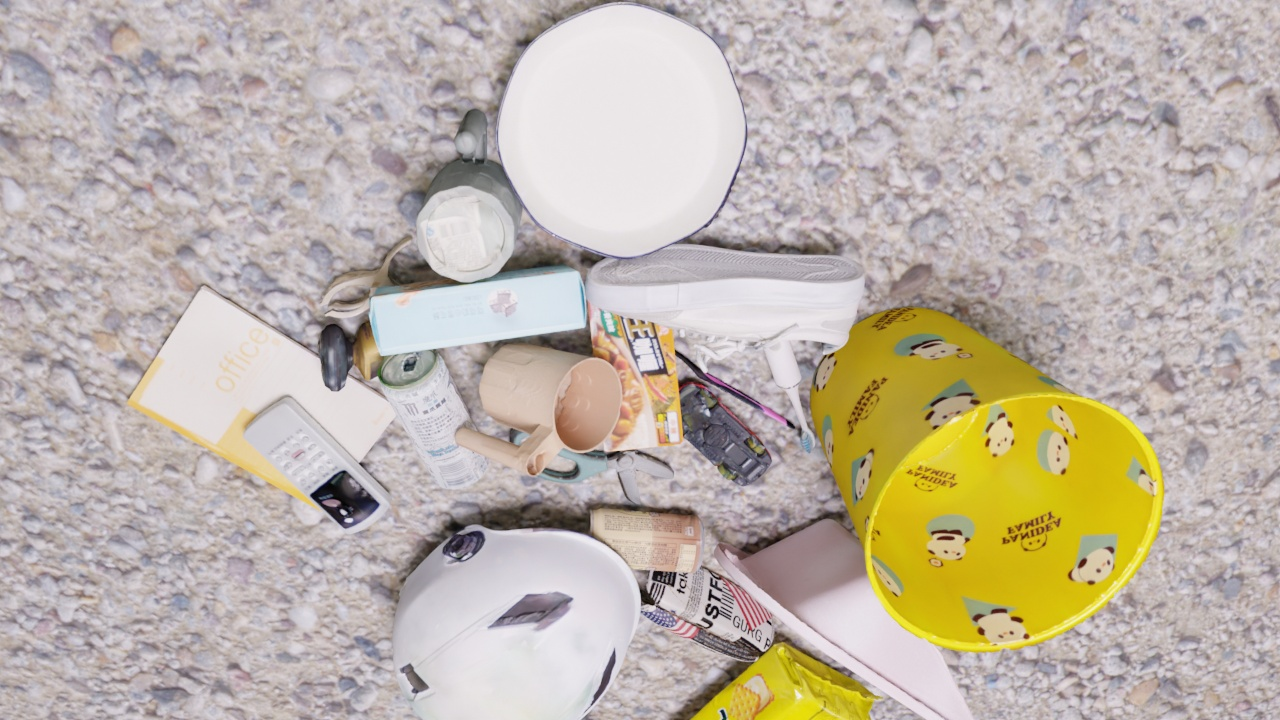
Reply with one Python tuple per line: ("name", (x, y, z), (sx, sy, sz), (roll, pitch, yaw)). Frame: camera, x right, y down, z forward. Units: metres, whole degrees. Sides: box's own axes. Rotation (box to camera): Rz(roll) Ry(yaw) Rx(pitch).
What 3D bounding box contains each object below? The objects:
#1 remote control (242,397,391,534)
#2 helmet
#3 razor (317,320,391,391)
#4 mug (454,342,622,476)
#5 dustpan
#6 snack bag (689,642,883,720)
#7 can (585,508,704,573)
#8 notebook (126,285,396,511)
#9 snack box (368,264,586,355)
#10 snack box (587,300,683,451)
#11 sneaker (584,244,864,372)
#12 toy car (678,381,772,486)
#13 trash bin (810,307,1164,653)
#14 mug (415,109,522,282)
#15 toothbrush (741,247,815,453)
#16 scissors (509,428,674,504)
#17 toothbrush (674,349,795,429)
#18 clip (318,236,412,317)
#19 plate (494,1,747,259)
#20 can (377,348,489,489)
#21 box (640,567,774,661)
("remote control", (-0.307, 0.104, 0.877), (0.058, 0.021, 0.150), (-35, 112, 11))
("helmet", (-0.130, 0.285, 0.890), (0.259, 0.145, 0.229), (-26, 116, 24))
("razor", (-0.213, -0.027, 0.826), (0.167, 0.062, 0.068), (-22, 143, -1))
("mug", (-0.093, 0.043, 0.811), (0.124, 0.104, 0.084), (-48, 131, -28))
("dustpan", (0.191, 0.273, 0.908), (0.138, 0.222, 0.273), (-28, 100, -7))
("snack bag", (0.137, 0.427, 1.026), (0.158, 0.068, 0.247), (35, 107, -32))
("can", (0.003, 0.182, 0.930), (0.116, 0.058, 0.059), (6, 112, -8))
("notebook", (-0.352, 0.042, 0.864), (0.206, 0.010, 0.146), (35, 106, -18))
("snack box", (-0.137, -0.045, 0.777), (0.174, 0.074, 0.051), (-9, 101, -11))
("snack box", (-0.005, 0.005, 0.850), (0.075, 0.026, 0.154), (-6, 97, -1))
("sneaker", (0.071, -0.044, 0.806), (0.242, 0.089, 0.091), (1, 121, -4))
("toy car", (0.074, 0.070, 0.896), (0.053, 0.045, 0.120), (-43, 104, 10))
("trash bin", (0.270, 0.081, 0.804), (0.229, 0.255, 0.230), (-2, 113, -5))
("mug", (-0.141, -0.136, 0.757), (0.083, 0.103, 0.124), (1, 114, -6))
("toothbrush", (0.134, -0.004, 0.880), (0.027, 0.026, 0.221), (-5, 119, 34))
("scissors", (-0.034, 0.063, 0.898), (0.170, 0.019, 0.181), (18, 109, -11))
("toothbrush", (0.075, 0.024, 0.895), (0.189, 0.014, 0.018), (30, 117, -17))
("clip", (-0.236, -0.064, 0.820), (0.099, 0.034, 0.066), (-21, 112, -5))
("plate", (-0.016, -0.190, 0.769), (0.205, 0.045, 0.205), (-3, 110, -8))
("can", (-0.186, 0.053, 0.834), (0.058, 0.058, 0.147), (-14, 134, 1))
("box", (0.060, 0.276, 0.980), (0.163, 0.076, 0.088), (31, 128, -20))
